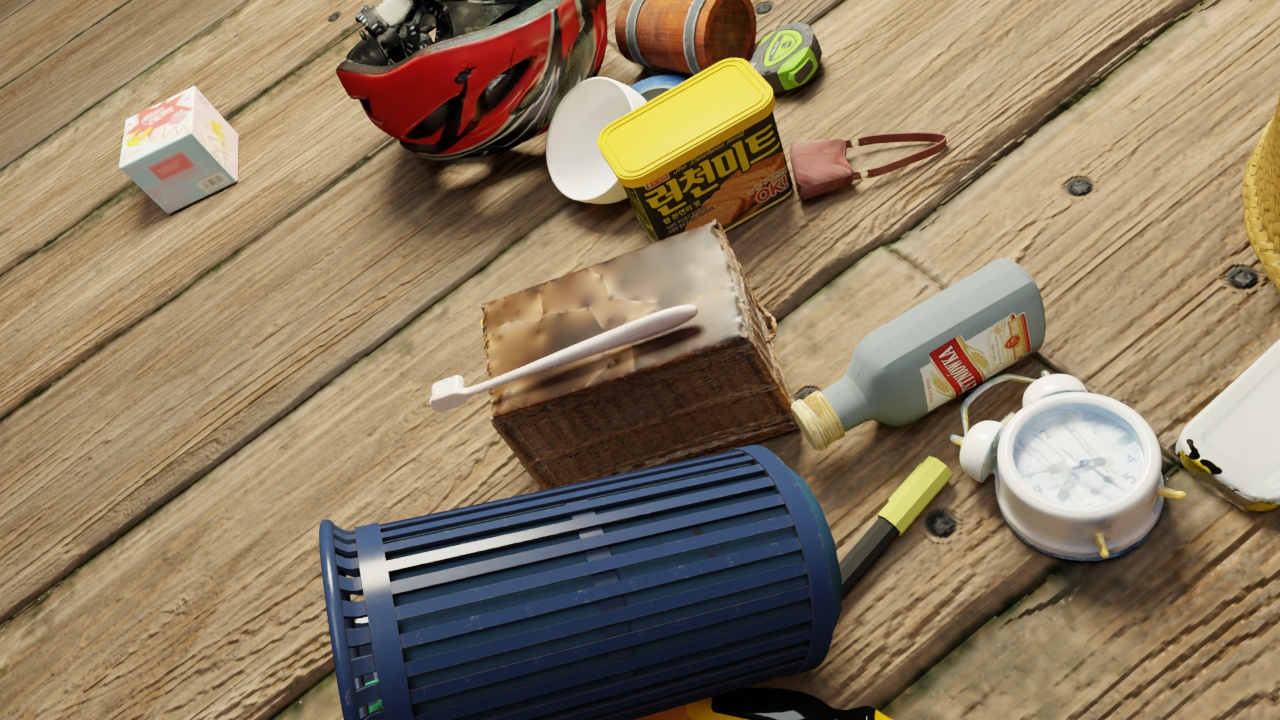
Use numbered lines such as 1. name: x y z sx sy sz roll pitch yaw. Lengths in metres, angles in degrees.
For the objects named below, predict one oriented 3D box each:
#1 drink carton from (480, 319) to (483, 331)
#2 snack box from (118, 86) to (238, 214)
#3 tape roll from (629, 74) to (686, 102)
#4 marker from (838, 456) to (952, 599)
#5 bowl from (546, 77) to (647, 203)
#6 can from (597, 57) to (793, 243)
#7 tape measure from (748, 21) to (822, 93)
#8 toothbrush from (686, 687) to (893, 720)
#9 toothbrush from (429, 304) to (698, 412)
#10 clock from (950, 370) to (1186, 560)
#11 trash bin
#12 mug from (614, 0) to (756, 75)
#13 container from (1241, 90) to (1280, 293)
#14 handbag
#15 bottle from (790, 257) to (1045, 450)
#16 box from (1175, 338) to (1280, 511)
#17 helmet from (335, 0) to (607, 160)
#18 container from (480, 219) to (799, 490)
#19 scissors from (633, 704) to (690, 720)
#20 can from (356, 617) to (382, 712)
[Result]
1. drink carton: -0.057 -0.028 0.706 0.122 0.058 0.041 -18 52 10
2. snack box: -0.517 -0.237 1.033 0.093 0.079 0.094 -23 50 5
3. tape roll: 0.012 -0.223 0.842 0.091 0.016 0.093 -33 51 -2
4. marker: 0.141 0.108 0.555 0.123 0.017 0.021 -46 19 -10
5. bowl: -0.028 -0.186 0.793 0.105 0.054 0.105 0 89 39
6. can: 0.047 -0.155 0.725 0.131 0.101 0.072 -29 51 1
7. tape measure: 0.130 -0.264 0.811 0.059 0.036 0.065 9 64 38
8. toothbrush: 0.120 0.199 0.494 0.197 0.031 0.031 1 102 18
9. toothbrush: -0.050 -0.004 0.569 0.181 0.016 0.018 -19 46 12
10. clock: 0.240 0.055 0.530 0.089 0.052 0.125 -37 48 -4
11. trash bin: -0.028 0.128 0.485 0.249 0.140 0.139 -10 49 -17
12. mug: 0.051 -0.313 0.859 0.111 0.082 0.117 21 43 37
13. container: 0.485 -0.131 0.448 0.307 0.197 0.306 -10 50 12
14. handbag: 0.181 -0.161 0.726 0.120 0.029 0.055 -10 52 9
15. bottle: 0.173 0.003 0.579 0.161 0.072 0.046 -30 45 1
16. box: 0.414 0.021 0.501 0.209 0.023 0.127 -39 50 -8
17. helmet: -0.144 -0.282 0.848 0.273 0.167 0.216 -7 39 29
18. container: -0.004 0.003 0.628 0.199 0.113 0.113 -20 52 10
19. scissors: -0.017 0.223 0.544 0.125 0.011 0.128 -24 51 5
20. can: -0.128 0.212 0.548 0.088 0.088 0.165 -17 52 11
